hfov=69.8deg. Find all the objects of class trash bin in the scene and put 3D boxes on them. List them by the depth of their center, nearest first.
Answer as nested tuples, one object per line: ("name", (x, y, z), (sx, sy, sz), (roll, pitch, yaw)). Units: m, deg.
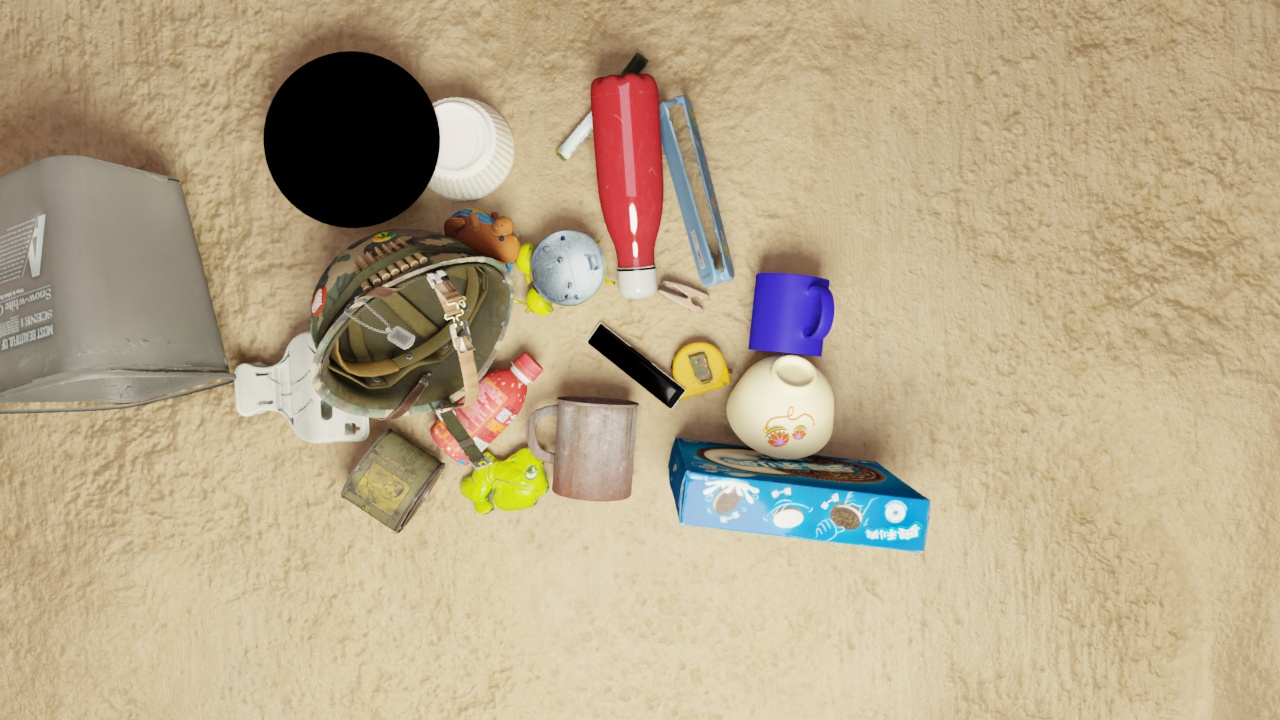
("trash bin", (-0.555, -0.071, 0.935), (0.198, 0.197, 0.220), (-12, 84, 22))

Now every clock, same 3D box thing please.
("clock", (-0.092, -0.097, 1.012), (0.119, 0.057, 0.083), (-15, 92, -1))

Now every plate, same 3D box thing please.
("plate", (-0.303, -0.232, 0.947), (0.184, 0.036, 0.184), (0, 91, -1))

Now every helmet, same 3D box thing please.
("helmet", (-0.223, -0.026, 0.917), (0.236, 0.193, 0.223), (30, 47, 22))

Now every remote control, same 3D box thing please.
("remote control", (-0.006, 0.006, 1.024), (0.124, 0.011, 0.028), (38, 103, 10))

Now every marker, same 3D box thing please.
("marker", (-0.043, -0.284, 1.028), (0.017, 0.017, 0.146), (39, 90, -1))

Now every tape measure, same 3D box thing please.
("tape measure", (0.066, 0.008, 1.030), (0.068, 0.030, 0.059), (-18, 93, -1))

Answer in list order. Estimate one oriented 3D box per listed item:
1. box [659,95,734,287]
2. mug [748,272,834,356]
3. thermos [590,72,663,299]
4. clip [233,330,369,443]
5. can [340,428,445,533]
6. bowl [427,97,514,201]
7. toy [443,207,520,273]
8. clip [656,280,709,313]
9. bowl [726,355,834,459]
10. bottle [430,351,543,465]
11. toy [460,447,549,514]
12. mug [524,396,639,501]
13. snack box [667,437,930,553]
("box", (0.070, -0.187, 1.008), (0.052, 0.067, 0.210), (-17, 91, -8))
("mug", (0.169, -0.049, 0.990), (0.079, 0.111, 0.083), (5, 91, -26))
("thermos", (-0.010, -0.186, 1.003), (0.073, 0.073, 0.240), (-4, 100, -1))
("clip", (-0.370, 0.029, 1.020), (0.151, 0.089, 0.125), (-3, 89, 10))
("can", (-0.267, 0.131, 0.999), (0.074, 0.090, 0.090), (34, 91, -2))
("bowl", (-0.199, -0.237, 1.005), (0.115, 0.062, 0.115), (0, 91, -1))
("toy", (-0.175, -0.116, 1.007), (0.090, 0.070, 0.103), (25, 113, 23))
("clip", (0.050, -0.075, 1.031), (0.049, 0.026, 0.061), (-34, 93, -1))
("bowl", (0.156, 0.036, 0.979), (0.118, 0.074, 0.117), (4, 48, -4))
("bottle", (-0.165, 0.049, 1.013), (0.137, 0.062, 0.062), (-44, 91, 0))
("toy", (-0.150, 0.134, 1.029), (0.093, 0.036, 0.094), (28, 89, 7))
("mug", (-0.066, 0.094, 1.002), (0.123, 0.096, 0.110), (4, 87, 7))
("snack box", (0.152, 0.135, 0.950), (0.239, 0.195, 0.056), (7, 94, -1))
